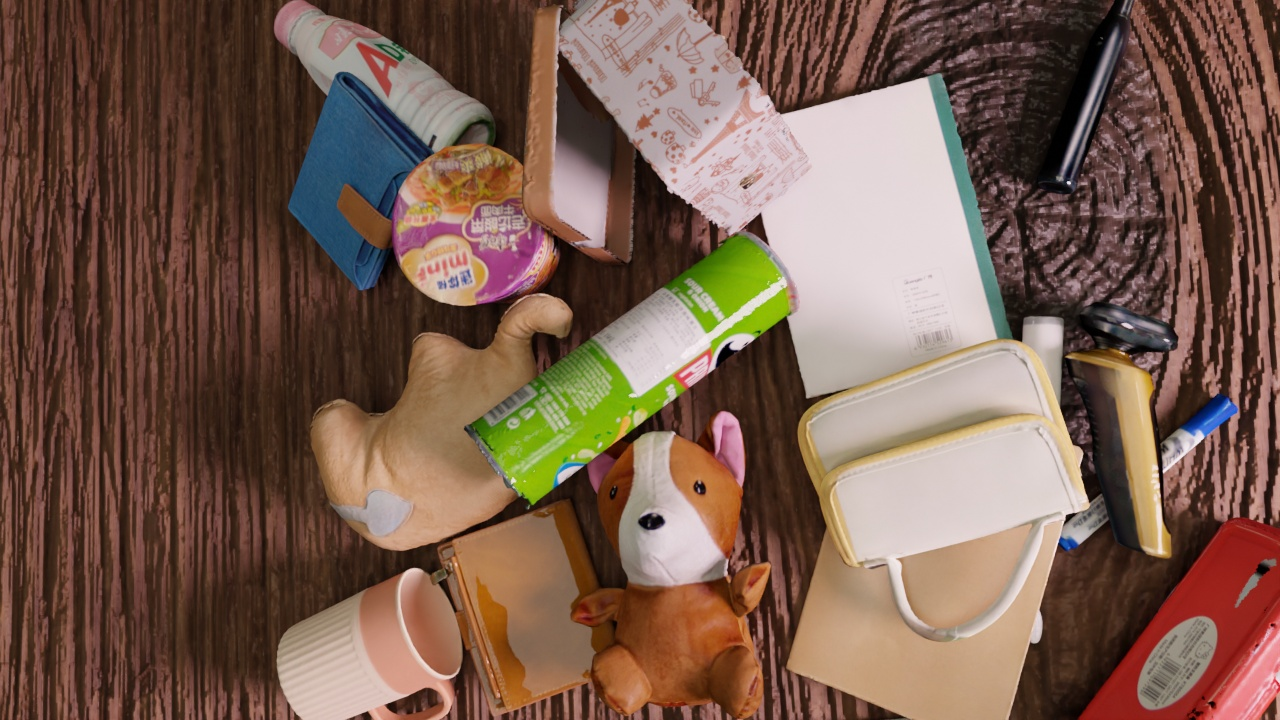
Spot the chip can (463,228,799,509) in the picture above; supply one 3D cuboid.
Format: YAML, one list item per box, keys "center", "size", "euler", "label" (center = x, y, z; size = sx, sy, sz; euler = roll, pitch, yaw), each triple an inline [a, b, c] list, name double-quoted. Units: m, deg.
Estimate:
- center: [-0.004, 0.004, 0.625]
  size: [0.235, 0.072, 0.072]
  euler: [-36, 80, -11]
  label: "chip can"

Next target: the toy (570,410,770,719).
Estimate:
- center: [0.018, 0.136, 0.624]
  size: [0.140, 0.130, 0.199]
  euler: [-4, 76, 10]
  label: "toy"

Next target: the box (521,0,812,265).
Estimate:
- center: [-0.007, -0.145, 0.610]
  size: [0.168, 0.181, 0.150]
  euler: [-42, 75, 13]
  label: "box"

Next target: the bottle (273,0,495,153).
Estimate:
- center: [-0.204, -0.215, 0.714]
  size: [0.197, 0.068, 0.068]
  euler: [37, 92, 13]
  label: "bottle"

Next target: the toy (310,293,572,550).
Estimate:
- center: [-0.127, 0.046, 0.668]
  size: [0.226, 0.082, 0.143]
  euler: [-36, 105, 4]
  label: "toy"

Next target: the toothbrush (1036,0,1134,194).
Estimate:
- center: [0.324, -0.220, 0.639]
  size: [0.027, 0.026, 0.212]
  euler: [20, 89, -11]
  label: "toothbrush"

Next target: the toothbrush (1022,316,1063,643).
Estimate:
- center: [0.270, 0.080, 0.626]
  size: [0.026, 0.026, 0.221]
  euler: [5, 86, -11]
  label: "toothbrush"

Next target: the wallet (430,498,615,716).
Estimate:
- center: [-0.086, 0.181, 0.669]
  size: [0.119, 0.035, 0.130]
  euler: [-19, 83, -3]
  label: "wallet"

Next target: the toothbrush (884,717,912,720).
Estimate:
- center: [0.131, 0.262, 0.640]
  size: [0.191, 0.018, 0.016]
  euler: [-7, 86, 10]
  label: "toothbrush"

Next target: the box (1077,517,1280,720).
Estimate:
- center: [0.366, 0.205, 0.582]
  size: [0.099, 0.095, 0.201]
  euler: [35, 91, -16]
  label: "box"

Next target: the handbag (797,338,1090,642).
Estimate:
- center: [0.201, 0.089, 0.598]
  size: [0.164, 0.063, 0.178]
  euler: [-21, 78, 21]
  label: "handbag"

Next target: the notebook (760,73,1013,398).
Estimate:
- center: [0.168, -0.090, 0.664]
  size: [0.150, 0.012, 0.209]
  euler: [-13, 83, 9]
  label: "notebook"

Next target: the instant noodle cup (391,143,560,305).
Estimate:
- center: [-0.109, -0.089, 0.670]
  size: [0.112, 0.099, 0.111]
  euler: [-1, 85, 11]
  label: "instant noodle cup"

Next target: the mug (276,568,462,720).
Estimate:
- center: [-0.190, 0.224, 0.676]
  size: [0.106, 0.081, 0.114]
  euler: [-25, 107, 9]
  label: "mug"

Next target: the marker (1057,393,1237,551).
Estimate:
- center: [0.339, 0.077, 0.618]
  size: [0.146, 0.017, 0.017]
  euler: [-42, 80, 5]
  label: "marker"

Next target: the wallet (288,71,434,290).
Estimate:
- center: [-0.215, -0.132, 0.694]
  size: [0.106, 0.040, 0.133]
  euler: [47, 129, 11]
  label: "wallet"

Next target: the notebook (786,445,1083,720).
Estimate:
- center: [0.197, 0.139, 0.627]
  size: [0.148, 0.008, 0.207]
  euler: [16, 89, 25]
  label: "notebook"

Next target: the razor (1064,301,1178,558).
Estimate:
- center: [0.320, 0.044, 0.596]
  size: [0.068, 0.062, 0.167]
  euler: [-9, 80, 29]
  label: "razor"
